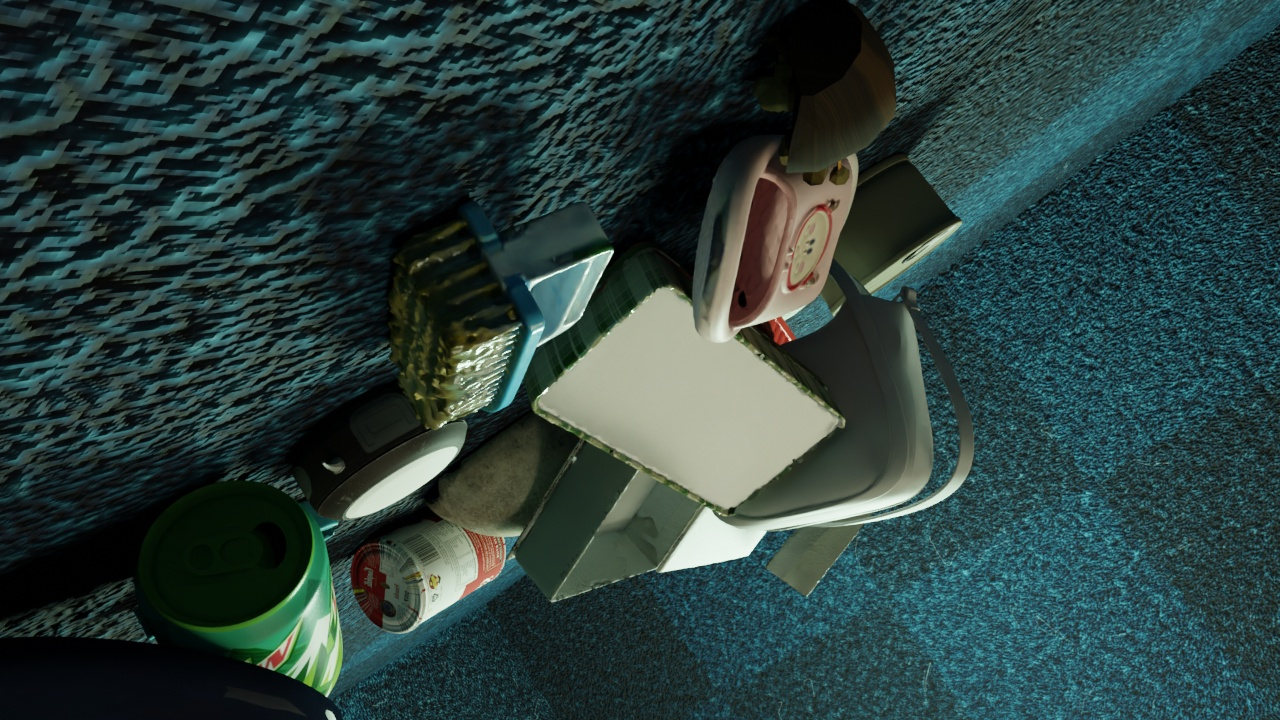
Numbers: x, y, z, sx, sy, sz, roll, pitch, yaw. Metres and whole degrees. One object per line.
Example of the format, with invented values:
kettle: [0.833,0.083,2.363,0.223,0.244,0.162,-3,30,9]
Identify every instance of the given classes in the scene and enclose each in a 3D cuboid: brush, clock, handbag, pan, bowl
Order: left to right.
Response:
pan: [-0.199,0.215,0.493,0.199,0.021,0.356,-27,137,28]
clock: [-0.138,0.052,0.496,0.091,0.044,0.123,-30,170,-26]
brush: [-0.062,-0.014,0.389,0.075,0.055,0.136,-25,168,-23]
bowl: [-0.092,0.105,0.818,0.178,0.081,0.178,-35,172,-6]
handbag: [0.133,0.009,0.695,0.216,0.222,0.095,-19,157,32]

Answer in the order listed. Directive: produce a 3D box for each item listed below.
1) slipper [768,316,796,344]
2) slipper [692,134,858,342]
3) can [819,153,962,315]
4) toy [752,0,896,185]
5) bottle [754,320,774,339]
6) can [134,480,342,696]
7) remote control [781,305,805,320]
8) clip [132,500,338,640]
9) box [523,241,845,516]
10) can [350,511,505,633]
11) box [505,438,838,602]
slipper: [0.100,-0.001,0.873,0.248,0.059,0.103,29,78,-56]
slipper: [0.082,-0.071,0.503,0.221,0.056,0.107,-34,140,-57]
can: [0.193,-0.104,0.769,0.127,0.073,0.128,-34,171,-6]
toy: [0.081,-0.109,0.404,0.100,0.063,0.076,56,52,-67]
bottle: [0.038,-0.004,0.650,0.111,0.099,0.099,-24,168,-14]
can: [-0.198,0.128,0.466,0.082,0.083,0.144,-29,154,-31]
remote control: [0.144,-0.057,0.976,0.114,0.028,0.060,-25,167,-46]
clip: [-0.243,0.124,0.553,0.119,0.027,0.103,-28,171,-35]
box: [0.032,0.019,0.576,0.118,0.051,0.205,-43,133,17]
can: [-0.194,0.187,0.847,0.087,0.086,0.116,-40,170,30]
box: [0.062,0.133,0.858,0.367,0.098,0.166,6,123,-49]
